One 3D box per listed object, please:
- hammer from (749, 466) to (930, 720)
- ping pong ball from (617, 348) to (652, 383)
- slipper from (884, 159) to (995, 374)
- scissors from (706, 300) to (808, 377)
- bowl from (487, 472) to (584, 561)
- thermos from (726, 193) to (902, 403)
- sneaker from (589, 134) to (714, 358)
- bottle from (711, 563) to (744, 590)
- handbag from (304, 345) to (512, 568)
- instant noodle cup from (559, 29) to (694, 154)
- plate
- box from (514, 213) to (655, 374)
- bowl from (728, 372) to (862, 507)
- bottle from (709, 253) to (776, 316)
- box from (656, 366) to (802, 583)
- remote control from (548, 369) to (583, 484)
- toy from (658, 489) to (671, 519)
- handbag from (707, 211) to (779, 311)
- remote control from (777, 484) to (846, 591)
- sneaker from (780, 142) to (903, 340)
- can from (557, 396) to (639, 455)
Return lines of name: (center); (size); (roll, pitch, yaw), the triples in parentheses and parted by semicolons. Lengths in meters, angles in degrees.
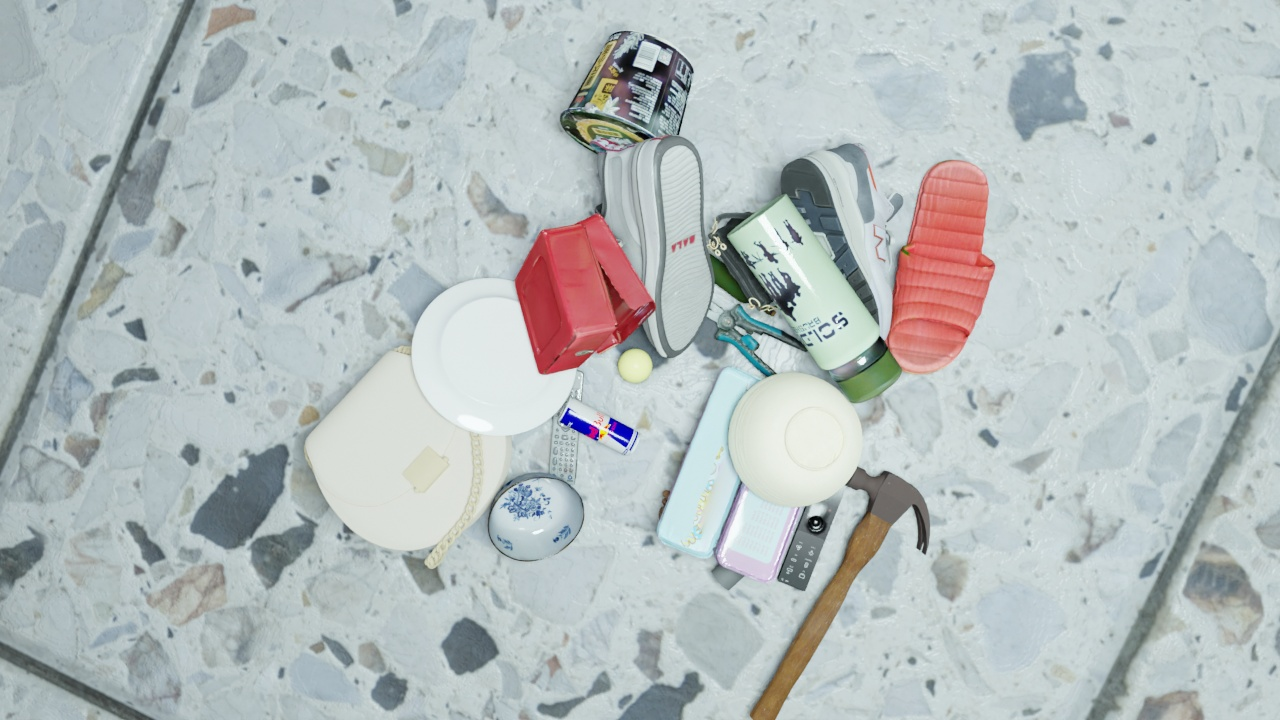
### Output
hammer: (0.218, 0.275, 1.044); (0.115, 0.033, 0.323); (30, 93, -2)
ping pong ball: (-0.006, 0.006, 1.063); (0.040, 0.040, 0.040); (0, 91, 5)
slipper: (0.339, -0.105, 1.022); (0.103, 0.059, 0.249); (13, 91, 5)
scissors: (0.125, -0.026, 1.062); (0.123, 0.019, 0.148); (-17, 88, 6)
bowl: (-0.125, 0.173, 1.064); (0.114, 0.045, 0.114); (-8, 117, -17)
thermos: (0.188, -0.060, 0.973); (0.082, 0.082, 0.231); (-37, 98, 5)
sneaker: (0.005, -0.124, 1.012); (0.129, 0.096, 0.263); (24, 134, 41)
bottle: (0.133, 0.216, 1.059); (0.113, 0.030, 0.030); (-44, 87, 4)
handbag: (-0.260, 0.108, 1.066); (0.208, 0.103, 0.210); (42, 84, 4)
instant noodle cup: (-0.006, -0.290, 1.018); (0.137, 0.137, 0.112); (22, 83, 4)
plate: (-0.162, -0.008, 1.043); (0.188, 0.016, 0.188); (6, 71, -17)
box: (-0.074, -0.067, 0.997); (0.110, 0.158, 0.134); (-24, 82, -21)
bowl: (0.177, 0.085, 0.992); (0.150, 0.075, 0.150); (1, 84, -10)
bottle: (0.112, -0.084, 1.058); (0.106, 0.025, 0.025); (37, 94, 4)
box: (0.118, 0.127, 1.031); (0.151, 0.035, 0.214); (24, 82, -10)
remote control: (-0.088, 0.078, 1.085); (0.033, 0.013, 0.136); (5, 91, 5)
toy: (0.053, 0.156, 1.061); (0.054, 0.041, 0.102); (10, 101, -18)
handbag: (0.126, -0.111, 1.025); (0.128, 0.078, 0.054); (55, 136, 1)
remote control: (0.201, 0.191, 1.061); (0.034, 0.013, 0.150); (21, 93, 4)
sneaker: (0.245, -0.135, 1.013); (0.124, 0.089, 0.240); (-40, 119, -29)
can: (-0.048, 0.077, 1.064); (0.095, 0.032, 0.032); (28, 93, -8)
